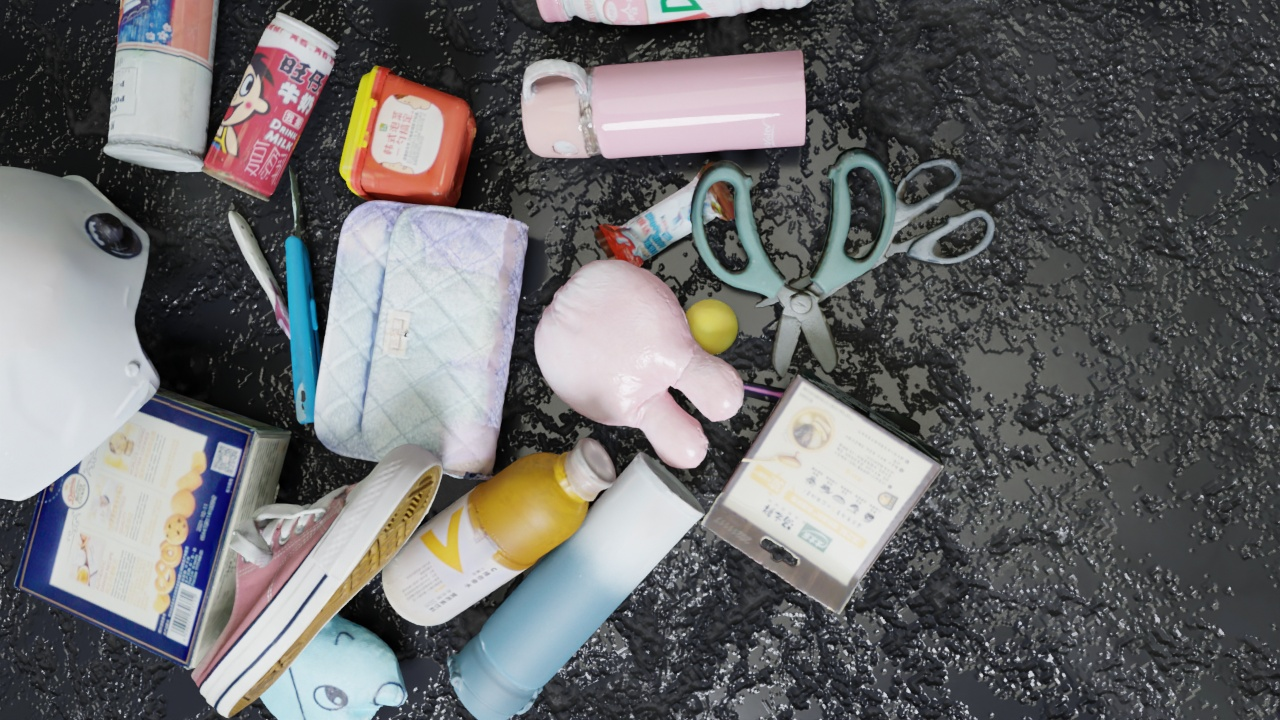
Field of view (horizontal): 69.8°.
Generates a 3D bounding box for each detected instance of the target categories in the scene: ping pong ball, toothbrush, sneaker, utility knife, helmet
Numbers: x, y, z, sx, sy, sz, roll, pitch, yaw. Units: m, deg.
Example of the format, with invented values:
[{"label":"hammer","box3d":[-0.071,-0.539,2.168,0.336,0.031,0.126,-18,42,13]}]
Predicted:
[{"label":"ping pong ball","box3d":[0.050,-0.024,0.659,0.040,0.040,0.040,0,89,8]},{"label":"toothbrush","box3d":[0.107,0.027,0.667,0.189,0.017,0.014,13,89,11]},{"label":"toothbrush","box3d":[-0.282,-0.033,0.718,0.017,0.016,0.187,-29,86,16]},{"label":"sneaker","box3d":[-0.233,0.134,0.620,0.088,0.118,0.241,44,103,6]},{"label":"utility knife","box3d":[-0.258,-0.051,0.699,0.018,0.034,0.204,-9,80,-1]},{"label":"helmet","box3d":[-0.479,-0.031,0.648,0.229,0.145,0.258,-26,71,21]}]

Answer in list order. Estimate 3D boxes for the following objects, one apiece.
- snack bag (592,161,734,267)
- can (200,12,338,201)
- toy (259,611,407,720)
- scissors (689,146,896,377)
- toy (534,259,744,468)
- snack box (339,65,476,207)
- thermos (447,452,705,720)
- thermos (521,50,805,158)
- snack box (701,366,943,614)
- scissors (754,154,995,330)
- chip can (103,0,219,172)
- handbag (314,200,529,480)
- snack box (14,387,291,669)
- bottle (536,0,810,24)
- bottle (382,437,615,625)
[{"label":"snack bag","box3d":[0.019,-0.101,0.673,0.104,0.026,0.048,-27,97,7]},{"label":"can","box3d":[-0.282,-0.193,0.702,0.053,0.053,0.133,27,92,7]},{"label":"toy","box3d":[-0.250,0.219,0.691,0.161,0.049,0.156,-2,86,12]},{"label":"scissors","box3d":[0.124,-0.079,0.649,0.176,0.019,0.175,-28,94,5]},{"label":"toy","box3d":[-0.004,0.004,0.649,0.159,0.054,0.121,42,118,15]},{"label":"snack box","box3d":[-0.168,-0.158,0.674,0.080,0.082,0.091,14,90,-2]},{"label":"thermos","box3d":[-0.048,0.166,0.659,0.070,0.070,0.220,42,95,7]},{"label":"thermos","box3d":[0.015,-0.184,0.646,0.199,0.087,0.067,-1,67,7]},{"label":"snack box","box3d":[0.124,0.088,0.635,0.113,0.053,0.126,33,106,8]},{"label":"scissors","box3d":[0.171,-0.071,0.658,0.151,0.014,0.170,22,92,9]},{"label":"chip can","box3d":[-0.362,-0.259,0.705,0.071,0.071,0.214,4,88,8]},{"label":"handbag","box3d":[-0.159,-0.015,0.670,0.134,0.075,0.194,7,91,6]},{"label":"snack box","box3d":[-0.372,0.114,0.697,0.183,0.045,0.178,16,90,18]},{"label":"bottle","box3d":[0.023,-0.276,0.659,0.197,0.068,0.068,-5,88,11]},{"label":"bottle","box3d":[-0.099,0.118,0.643,0.190,0.068,0.068,-36,84,20]}]
